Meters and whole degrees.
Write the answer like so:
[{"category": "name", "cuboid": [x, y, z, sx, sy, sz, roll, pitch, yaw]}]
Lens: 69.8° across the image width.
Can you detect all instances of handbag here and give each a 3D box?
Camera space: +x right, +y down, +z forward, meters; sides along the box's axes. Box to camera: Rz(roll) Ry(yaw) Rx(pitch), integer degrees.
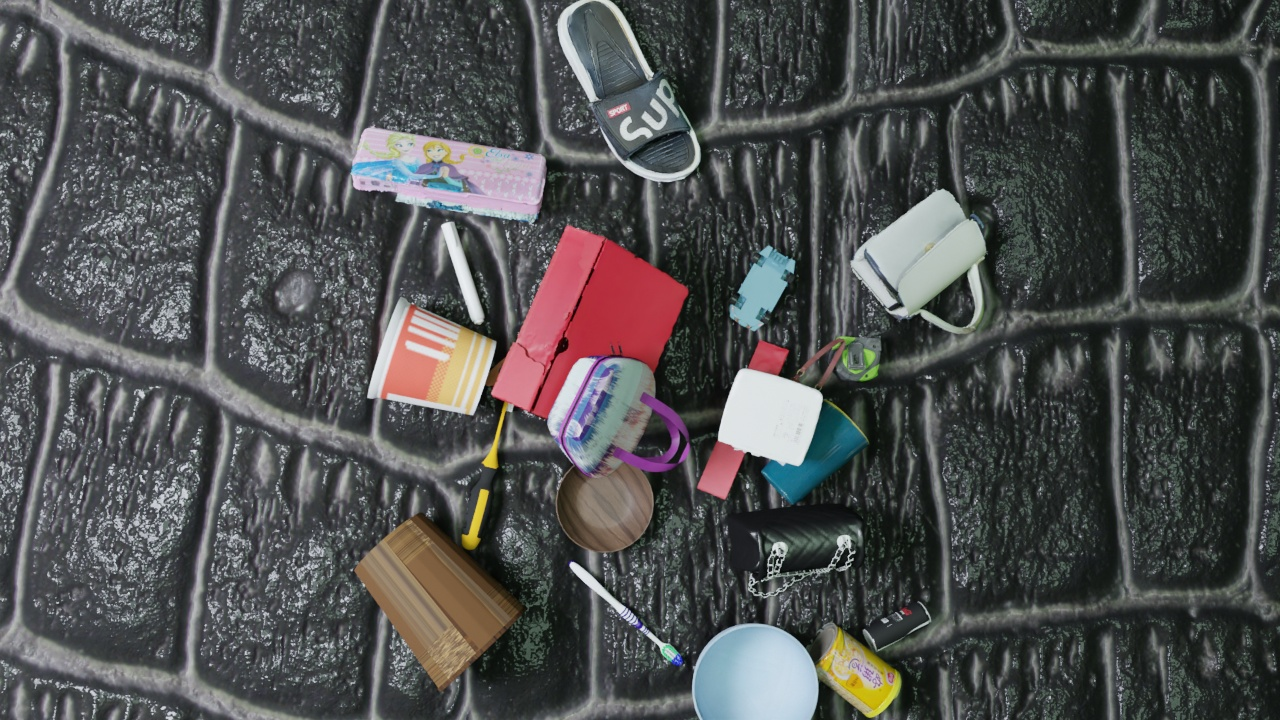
[{"category": "handbag", "cuboid": [0.216, 0.020, 1.154, 0.055, 0.029, 0.119, 36, 95, -33]}, {"category": "handbag", "cuboid": [0.191, 0.235, 1.103, 0.153, 0.125, 0.114, -2, 86, -6]}, {"category": "handbag", "cuboid": [-0.010, 0.072, 1.024, 0.170, 0.068, 0.144, 31, 82, -38]}, {"category": "handbag", "cuboid": [0.381, -0.111, 1.176, 0.151, 0.074, 0.176, -37, 90, -7]}]

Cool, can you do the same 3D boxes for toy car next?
[{"category": "toy car", "cuboid": [0.153, -0.090, 1.174, 0.060, 0.027, 0.107, 30, 83, -3]}]

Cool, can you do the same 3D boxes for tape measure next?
[{"category": "tape measure", "cuboid": [0.276, -0.002, 1.175, 0.065, 0.036, 0.058, 0, 86, -6]}]

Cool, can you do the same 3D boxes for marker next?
[{"category": "marker", "cuboid": [-0.220, -0.108, 1.141, 0.017, 0.020, 0.133, -18, 88, -11]}]

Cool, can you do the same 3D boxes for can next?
[{"category": "can", "cuboid": [0.260, 0.380, 1.128, 0.105, 0.068, 0.067, 38, 83, -1]}, {"category": "can", "cuboid": [0.323, 0.335, 1.155, 0.080, 0.031, 0.031, -25, 88, -7]}]

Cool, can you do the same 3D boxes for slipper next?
[{"category": "slipper", "cuboid": [-0.016, -0.345, 1.162, 0.111, 0.063, 0.264, -27, 86, -7]}]

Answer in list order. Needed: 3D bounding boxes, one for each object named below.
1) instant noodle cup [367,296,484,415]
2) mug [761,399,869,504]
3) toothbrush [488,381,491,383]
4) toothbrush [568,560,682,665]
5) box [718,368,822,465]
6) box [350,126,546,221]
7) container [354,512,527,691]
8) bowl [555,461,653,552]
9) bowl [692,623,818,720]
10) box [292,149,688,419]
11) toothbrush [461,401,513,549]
[{"category": "instant noodle cup", "cuboid": [-0.243, 0.003, 1.086, 0.121, 0.123, 0.123, 18, 84, -12]}, {"category": "mug", "cuboid": [0.213, 0.118, 1.143, 0.121, 0.078, 0.078, -43, 91, -3]}, {"category": "toothbrush", "cuboid": [-0.141, -0.013, 1.146, 0.135, 0.017, 0.021, -40, 86, -5]}, {"category": "toothbrush", "cuboid": [-0.018, 0.311, 1.131, 0.186, 0.016, 0.015, 42, 82, -2]}, {"category": "box", "cuboid": [0.158, 0.068, 1.113, 0.108, 0.101, 0.102, 17, 94, 10]}, {"category": "box", "cuboid": [-0.234, -0.227, 1.143, 0.230, 0.063, 0.084, 8, 59, -4]}, {"category": "container", "cuboid": [-0.236, 0.272, 1.061, 0.132, 0.132, 0.167, -43, 85, -8]}, {"category": "bowl", "cuboid": [-0.045, 0.175, 1.131, 0.119, 0.032, 0.119, 0, 85, -6]}, {"category": "bowl", "cuboid": [0.132, 0.387, 1.110, 0.150, 0.075, 0.150, 0, 85, -5]}, {"category": "box", "cuboid": [-0.171, -0.073, 1.053, 0.425, 0.128, 0.212, 23, 85, -2]}, {"category": "toothbrush", "cuboid": [-0.185, 0.134, 1.123, 0.031, 0.031, 0.196, 16, 80, -13]}]
